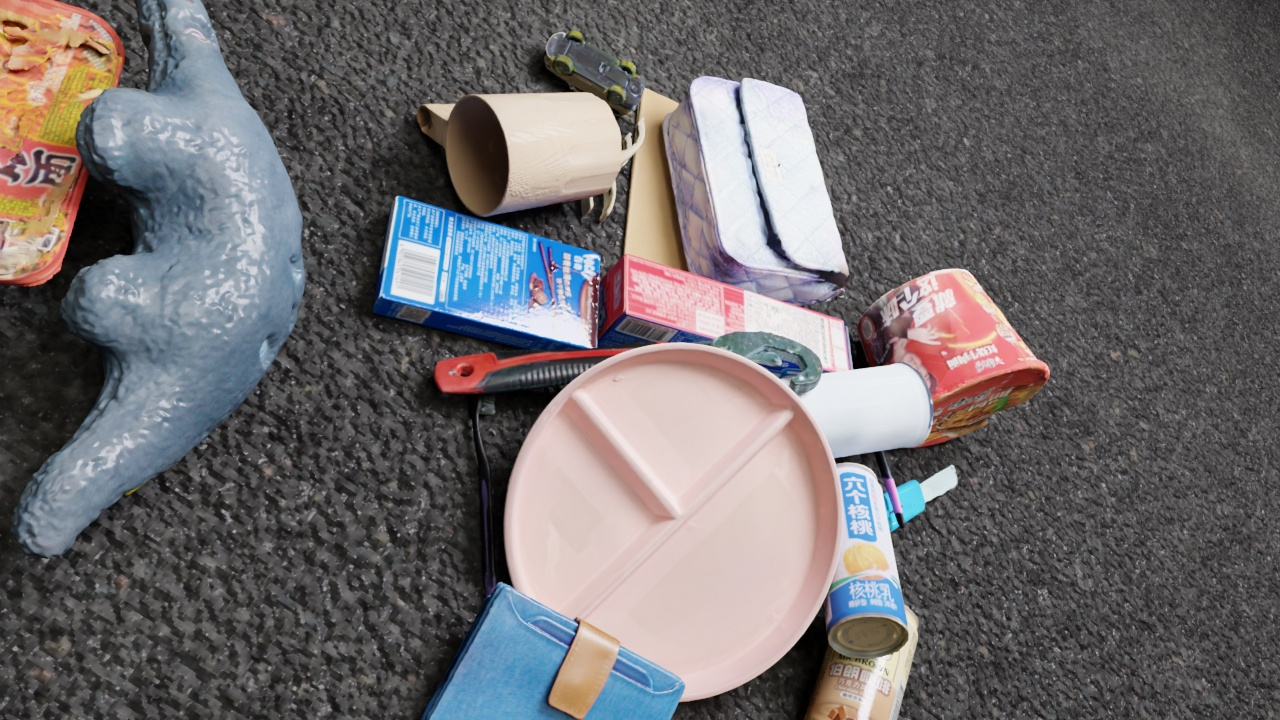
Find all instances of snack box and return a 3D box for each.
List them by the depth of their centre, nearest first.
[{"bbox_3d":[-0.105,-0.056,0.654,0.157,0.026,0.084,14,60,-24],"label":"snack box"},{"bbox_3d":[0.067,-0.021,0.718,0.207,0.057,0.058,14,57,-23],"label":"snack box"}]

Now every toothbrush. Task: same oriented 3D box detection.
[{"bbox_3d":[-0.097,0.094,0.592,0.016,0.014,0.188,12,60,-39],"label":"toothbrush"},{"bbox_3d":[0.190,0.051,0.770,0.017,0.014,0.189,1,59,-19],"label":"toothbrush"}]

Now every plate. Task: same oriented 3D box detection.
[{"bbox_3d":[0.024,0.103,0.600,0.229,0.028,0.229,1,86,-16],"label":"plate"}]

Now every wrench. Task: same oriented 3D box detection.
[{"bbox_3d":[-0.004,0.004,0.637,0.273,0.016,0.056,-1,44,-13],"label":"wrench"}]

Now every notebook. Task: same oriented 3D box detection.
[{"bbox_3d":[0.056,-0.133,0.799,0.147,0.008,0.207,18,59,-22],"label":"notebook"}]

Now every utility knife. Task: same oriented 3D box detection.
[{"bbox_3d":[0.202,0.123,0.750,0.198,0.018,0.034,-18,76,-37],"label":"utility knife"}]

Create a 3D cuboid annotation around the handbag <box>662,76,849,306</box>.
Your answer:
[{"bbox_3d":[0.098,-0.144,0.775,0.134,0.076,0.193,3,66,-30],"label":"handbag"}]

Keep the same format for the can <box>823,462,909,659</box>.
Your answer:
[{"bbox_3d":[0.153,0.138,0.652,0.053,0.053,0.134,25,39,-18],"label":"can"}]

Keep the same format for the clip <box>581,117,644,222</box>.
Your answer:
[{"bbox_3d":[-0.018,-0.164,0.755,0.092,0.035,0.103,-6,74,-31],"label":"clip"}]

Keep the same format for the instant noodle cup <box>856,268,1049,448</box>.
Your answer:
[{"bbox_3d":[0.254,-0.004,0.776,0.137,0.138,0.108,-3,60,-32],"label":"instant noodle cup"}]

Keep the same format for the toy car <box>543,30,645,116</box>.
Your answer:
[{"bbox_3d":[-0.041,-0.243,0.780,0.090,0.035,0.042,28,54,-15],"label":"toy car"}]

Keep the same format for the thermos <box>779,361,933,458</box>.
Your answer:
[{"bbox_3d":[0.103,0.049,0.679,0.224,0.073,0.073,-6,69,-19],"label":"thermos"}]

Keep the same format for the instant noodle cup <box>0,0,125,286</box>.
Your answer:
[{"bbox_3d":[-0.384,-0.124,0.493,0.164,0.079,0.188,14,61,-25],"label":"instant noodle cup"}]

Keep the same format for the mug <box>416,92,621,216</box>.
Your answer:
[{"bbox_3d":[-0.090,-0.164,0.685,0.103,0.084,0.124,-16,42,-39],"label":"mug"}]

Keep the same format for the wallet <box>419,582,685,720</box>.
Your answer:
[{"bbox_3d":[-0.051,0.204,0.535,0.133,0.040,0.106,32,76,-13],"label":"wallet"}]

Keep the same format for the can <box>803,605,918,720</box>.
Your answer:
[{"bbox_3d":[0.154,0.226,0.643,0.058,0.059,0.116,37,53,-9],"label":"can"}]

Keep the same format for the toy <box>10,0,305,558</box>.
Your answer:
[{"bbox_3d":[-0.256,-0.066,0.517,0.137,0.092,0.355,20,62,-51],"label":"toy"}]
